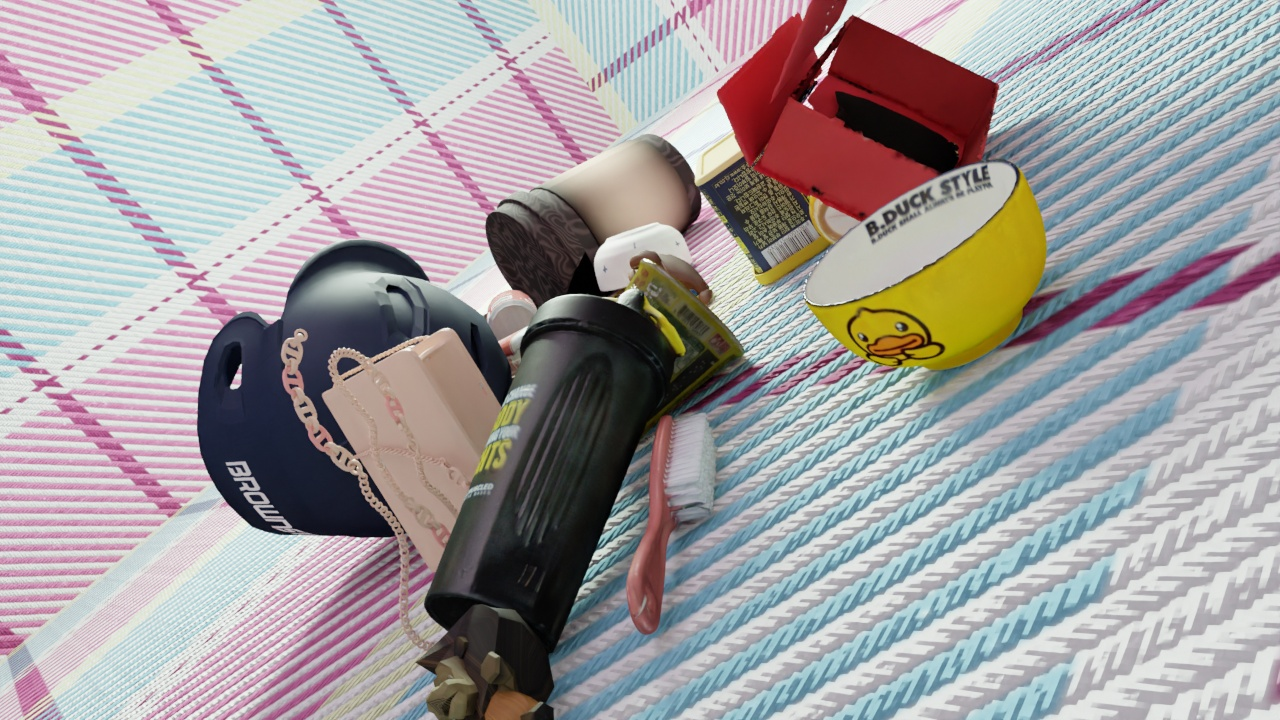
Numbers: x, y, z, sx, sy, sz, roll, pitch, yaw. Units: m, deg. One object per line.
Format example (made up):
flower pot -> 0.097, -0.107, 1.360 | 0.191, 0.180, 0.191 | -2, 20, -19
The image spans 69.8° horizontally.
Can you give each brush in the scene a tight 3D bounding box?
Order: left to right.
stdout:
brush -> 0.020, 0.077, 0.478 | 0.030, 0.041, 0.172 | -14, 22, 15

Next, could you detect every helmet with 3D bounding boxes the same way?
helmet -> -0.218, 0.020, 0.796 | 0.223, 0.232, 0.271 | -12, 52, 19

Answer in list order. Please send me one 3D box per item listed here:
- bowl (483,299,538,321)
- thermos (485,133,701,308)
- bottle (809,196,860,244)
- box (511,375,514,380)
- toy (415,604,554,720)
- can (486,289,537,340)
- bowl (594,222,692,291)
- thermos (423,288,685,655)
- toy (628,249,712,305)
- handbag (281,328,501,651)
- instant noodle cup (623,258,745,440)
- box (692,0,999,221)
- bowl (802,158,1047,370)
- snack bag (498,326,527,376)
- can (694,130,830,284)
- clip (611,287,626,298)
bowl -> -0.152, -0.015, 1.066 | 0.119, 0.032, 0.119 | -38, -28, -25
thermos -> -0.049, -0.166, 1.116 | 0.225, 0.173, 0.173 | -37, 14, -23
bottle -> 0.167, -0.130, 0.696 | 0.063, 0.063, 0.108 | -27, 18, 35
box -> -0.067, 0.032, 0.768 | 0.187, 0.054, 0.078 | -14, 61, 59
toy -> -0.060, 0.152, 0.405 | 0.100, 0.062, 0.076 | 21, 103, 52
can -> -0.133, -0.043, 0.955 | 0.054, 0.054, 0.096 | -38, 15, -1
bowl -> -0.001, -0.115, 0.991 | 0.105, 0.054, 0.105 | -16, 9, 2
thermos -> -0.045, 0.052, 0.525 | 0.098, 0.098, 0.220 | -23, 35, 43
toy -> 0.021, -0.052, 0.858 | 0.090, 0.070, 0.103 | -51, 39, -1
handbag -> -0.171, 0.075, 0.592 | 0.117, 0.199, 0.186 | -24, 10, 28
instant noodle cup -> 0.004, -0.001, 0.650 | 0.108, 0.102, 0.102 | -47, 16, -2
box -> 0.083, -0.259, 0.625 | 0.108, 0.410, 0.210 | -36, 12, 40
bowl -> 0.149, -0.038, 0.458 | 0.117, 0.067, 0.117 | -35, 16, 11
snack bag -> -0.144, 0.023, 0.918 | 0.226, 0.077, 0.041 | -22, 20, 44
can -> 0.103, -0.141, 0.791 | 0.075, 0.104, 0.135 | -33, 16, 16
clip -> -0.031, -0.058, 0.999 | 0.054, 0.045, 0.048 | -40, 40, -4
